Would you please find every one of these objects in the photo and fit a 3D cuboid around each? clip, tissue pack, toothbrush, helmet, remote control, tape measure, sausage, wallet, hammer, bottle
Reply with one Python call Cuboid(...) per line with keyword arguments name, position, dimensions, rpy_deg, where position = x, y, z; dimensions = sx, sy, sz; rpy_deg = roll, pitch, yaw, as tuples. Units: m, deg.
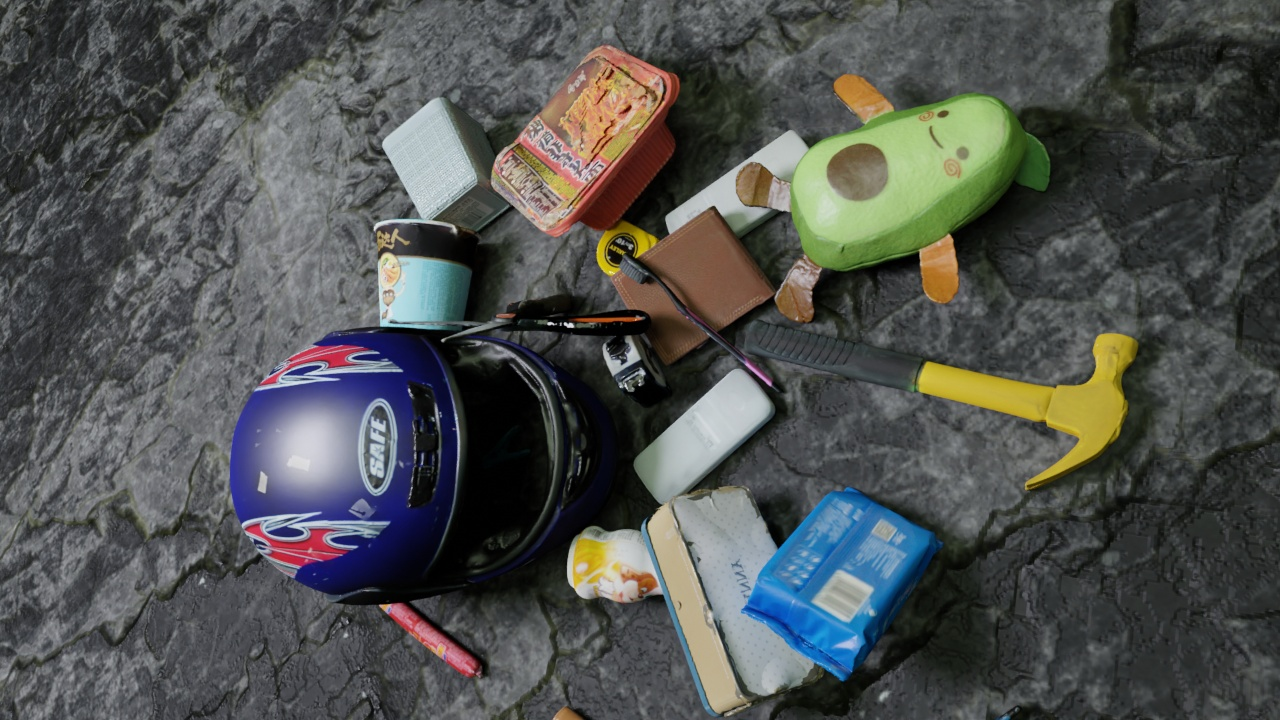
Cuboid(name="clip", position=(-0.135, 0.090, 0.904), dimensions=(0.054, 0.013, 0.034), rpy_deg=(-36, 63, 14))
Cuboid(name="tissue pack", position=(0.154, 0.164, 0.695), dimensions=(0.095, 0.052, 0.156), rpy_deg=(28, 48, 29))
Cuboid(name="toothbrush", position=(0.205, 0.313, 0.677), dimensions=(0.190, 0.014, 0.016), rpy_deg=(-40, 64, 10))
Cuboid(name="helmet", position=(-0.205, 0.086, 0.797), dimensions=(0.316, 0.240, 0.247), rpy_deg=(-9, 79, 29))
Cuboid(name="remote control", position=(0.056, 0.068, 0.814), dimensions=(0.136, 0.020, 0.056), rpy_deg=(-43, 61, 10))
Cuboid(name="remote control", position=(0.095, -0.149, 0.854), dimensions=(0.150, 0.021, 0.058), rpy_deg=(-33, 70, 15))
Cuboid(name="tape measure", position=(-0.012, -0.104, 0.891), dimensions=(0.060, 0.029, 0.057), rpy_deg=(31, 90, 29))
Cuboid(name="sausage", position=(-0.207, 0.264, 0.888), dimensions=(0.156, 0.020, 0.020), rpy_deg=(26, 88, 30))
Cuboid(name="tape measure", position=(-0.005, 0.005, 0.835), dimensions=(0.034, 0.065, 0.066), rpy_deg=(-30, 67, 10))
Cuboid(name="wallet", position=(0.047, -0.067, 0.839), dimensions=(0.125, 0.032, 0.101), rpy_deg=(-34, 85, 15))
Cuboid(name="hammer", position=(0.226, 0.013, 0.741), dimensions=(0.301, 0.033, 0.128), rpy_deg=(15, 82, 28))
Cuboid(name="toothbrush", position=(0.052, -0.031, 0.816), dimensions=(0.189, 0.014, 0.018), rpy_deg=(42, 116, 9))
Cuboid(name="bottle", position=(-0.006, 0.177, 0.790), dimensions=(0.108, 0.063, 0.063), rpy_deg=(3, 76, 12))
Cuboid(name="wallet", position=(-0.041, 0.374, 0.770), dimensions=(0.132, 0.031, 0.108), rpy_deg=(27, 87, 30))

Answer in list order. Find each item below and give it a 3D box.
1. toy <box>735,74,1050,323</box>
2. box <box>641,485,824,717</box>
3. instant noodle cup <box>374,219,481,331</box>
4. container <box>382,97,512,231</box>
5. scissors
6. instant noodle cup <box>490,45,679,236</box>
Cuboid(name="toy", position=(0.203, -0.143, 0.764), dimensions=(0.247, 0.090, 0.226), rpy_deg=(-25, 73, 21))
Cuboid(name="box", position=(0.068, 0.181, 0.731), dimensions=(0.062, 0.089, 0.184), rpy_deg=(-56, 47, 49))
Cuboid(name="instant noodle cup", position=(-0.222, -0.074, 0.945), dimensions=(0.111, 0.111, 0.120), rpy_deg=(0, 83, 26))
Cuboid(name="container", position=(-0.201, -0.199, 0.976), dimensions=(0.090, 0.090, 0.111), rpy_deg=(-34, 66, 14))
Cuboid(name="scissors", position=(-0.102, -0.039, 0.820), dimensions=(0.234, 0.220, 0.022), rpy_deg=(1, 101, 3))
Cuboid(name="instant noodle cup", position=(-0.045, -0.206, 0.891), dimensions=(0.189, 0.079, 0.164), rpy_deg=(-50, 44, 5))
